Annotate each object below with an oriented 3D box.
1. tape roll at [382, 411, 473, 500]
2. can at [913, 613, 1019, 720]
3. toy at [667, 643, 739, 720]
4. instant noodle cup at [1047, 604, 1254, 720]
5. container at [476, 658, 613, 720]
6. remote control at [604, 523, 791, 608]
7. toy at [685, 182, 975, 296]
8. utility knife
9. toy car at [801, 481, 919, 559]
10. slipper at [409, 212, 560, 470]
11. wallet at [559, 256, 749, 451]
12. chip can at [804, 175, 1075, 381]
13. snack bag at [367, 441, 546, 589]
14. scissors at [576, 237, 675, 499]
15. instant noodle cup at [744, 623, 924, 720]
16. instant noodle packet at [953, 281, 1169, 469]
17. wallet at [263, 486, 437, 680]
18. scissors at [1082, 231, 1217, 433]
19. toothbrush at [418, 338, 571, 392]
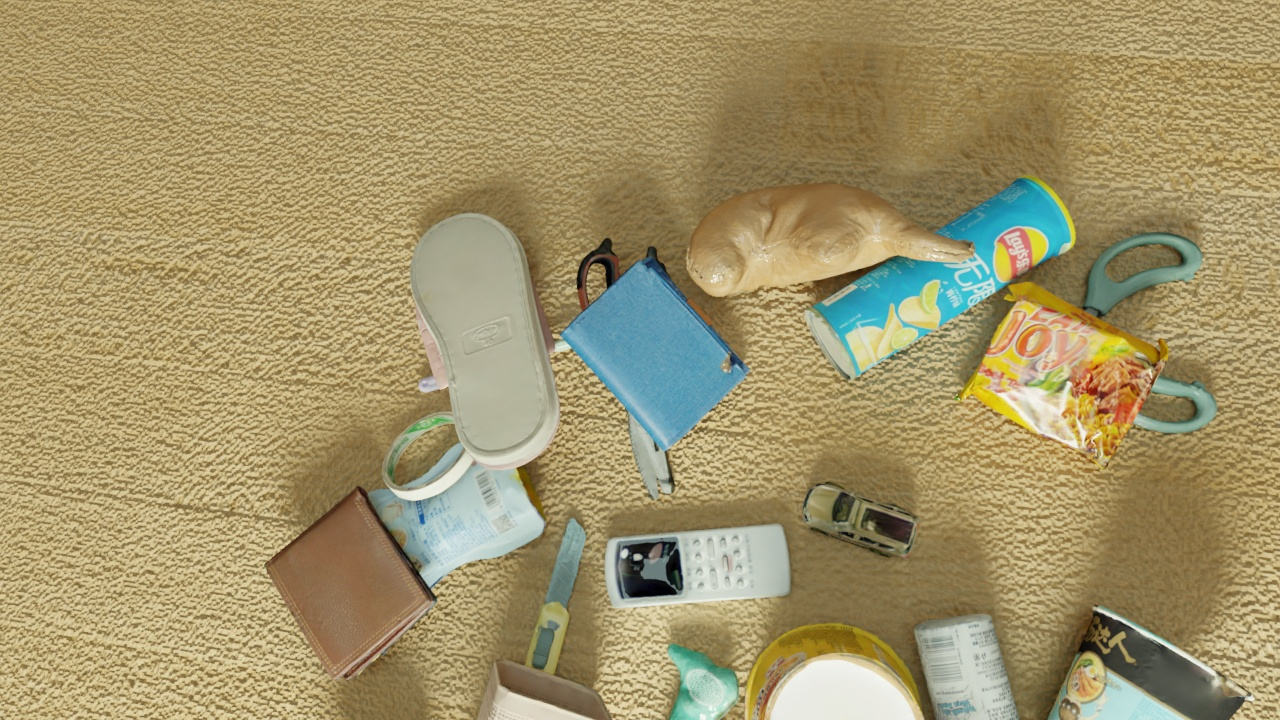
[{"bbox_3d":[-0.178,0.080,0.776,0.086,0.014,0.085,-16,42,15],"label":"tape roll"},{"bbox_3d":[0.246,0.263,0.671,0.058,0.058,0.146,-12,75,5],"label":"can"},{"bbox_3d":[0.049,0.278,0.708,0.096,0.030,0.092,19,83,26],"label":"toy"},{"bbox_3d":[0.341,0.252,0.642,0.111,0.111,0.120,32,88,14],"label":"instant noodle cup"},{"bbox_3d":[-0.086,0.299,0.685,0.090,0.090,0.111,22,83,-9],"label":"container"},{"bbox_3d":[0.046,0.166,0.742,0.150,0.021,0.058,-6,75,6],"label":"remote control"},{"bbox_3d":[0.147,-0.101,0.737,0.226,0.082,0.143,-5,32,22],"label":"toy"},{"bbox_3d":[-0.081,0.238,0.749,0.031,0.022,0.219,16,74,2],"label":"utility knife"},{"bbox_3d":[0.174,0.125,0.728,0.090,0.035,0.042,18,78,14],"label":"toy car"},{"bbox_3d":[-0.130,-0.021,0.780,0.114,0.054,0.274,-25,54,1],"label":"slipper"},{"bbox_3d":[0.014,-0.008,0.759,0.106,0.040,0.133,-43,95,-14],"label":"wallet"},{"bbox_3d":[0.241,-0.066,0.747,0.210,0.071,0.071,-32,74,0],"label":"chip can"},{"bbox_3d":[-0.180,0.141,0.773,0.191,0.039,0.110,-30,76,3],"label":"snack bag"},{"bbox_3d":[0.008,0.005,0.783,0.207,0.015,0.192,44,67,-8],"label":"scissors"},{"bbox_3d":[0.142,0.263,0.659,0.138,0.110,0.138,-2,77,7],"label":"instant noodle cup"},{"bbox_3d":[0.327,0.010,0.717,0.128,0.044,0.111,28,105,15],"label":"instant noodle packet"},{"bbox_3d":[-0.234,0.179,0.744,0.101,0.032,0.124,-40,71,0],"label":"wallet"},{"bbox_3d":[0.404,-0.034,0.744,0.170,0.019,0.179,34,84,15],"label":"scissors"},{"bbox_3d":[-0.107,-0.002,0.808,0.189,0.021,0.029,-15,77,5],"label":"toothbrush"}]
